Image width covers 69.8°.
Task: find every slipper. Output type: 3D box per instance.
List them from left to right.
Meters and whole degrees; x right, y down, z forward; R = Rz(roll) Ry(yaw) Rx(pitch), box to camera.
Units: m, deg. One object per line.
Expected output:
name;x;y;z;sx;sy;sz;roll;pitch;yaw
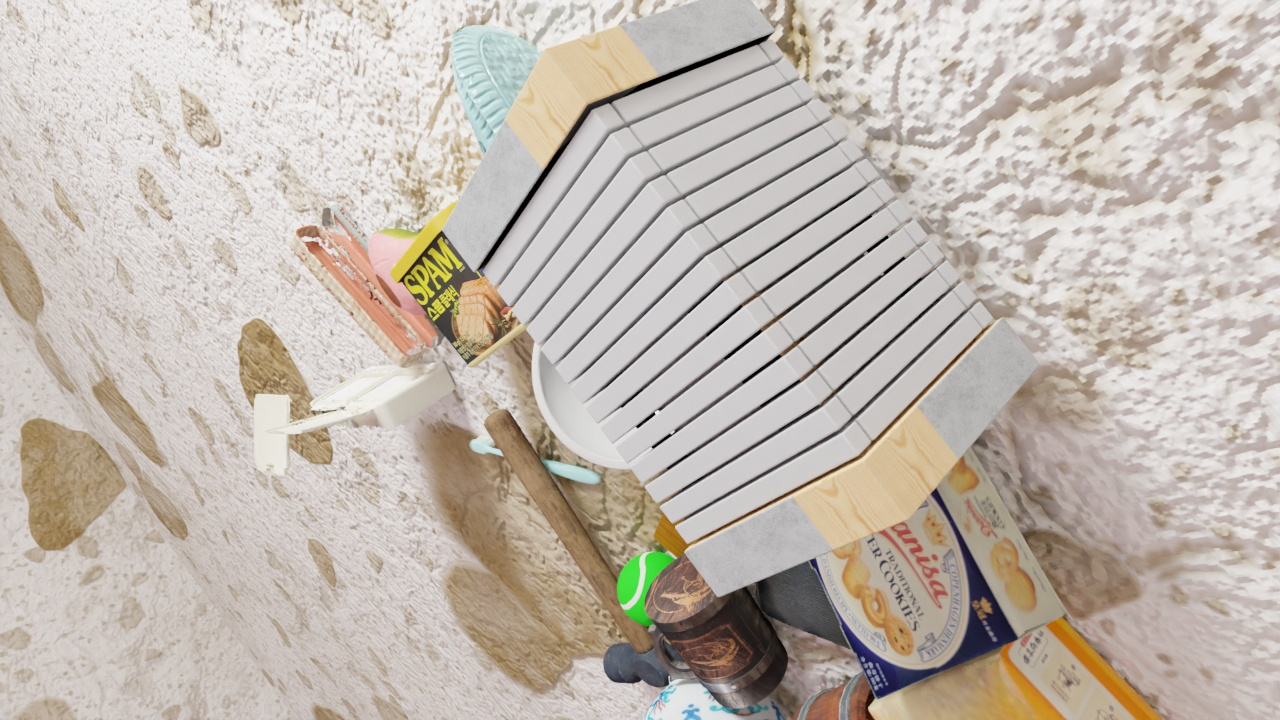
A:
slipper;-0.049;-0.099;0.606;0.070;0.115;0.276;-35;88;27

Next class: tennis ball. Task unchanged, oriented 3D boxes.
tennis ball;0.012;0.205;0.822;0.065;0.065;0.065;27;135;31

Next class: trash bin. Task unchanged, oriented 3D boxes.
trash bin;0.046;-0.035;0.476;0.247;0.142;0.143;53;141;4

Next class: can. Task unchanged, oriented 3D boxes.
can;-0.126;-0.066;0.735;0.104;0.075;0.136;52;146;-6

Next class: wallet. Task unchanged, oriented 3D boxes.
wallet;0.133;0.172;0.704;0.115;0.026;0.089;9;122;42

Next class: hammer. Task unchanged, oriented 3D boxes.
hammer;-0.055;0.184;0.890;0.130;0.040;0.322;-21;105;47

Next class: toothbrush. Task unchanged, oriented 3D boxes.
toothbrush;-0.106;0.098;0.907;0.181;0.016;0.016;11;123;40

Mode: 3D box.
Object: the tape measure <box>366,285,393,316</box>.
tape measure;-0.276;-0.050;0.967;0.051;0.019;0.059;39;140;19

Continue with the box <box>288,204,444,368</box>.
box;-0.274;-0.075;0.922;0.187;0.056;0.067;46;110;8

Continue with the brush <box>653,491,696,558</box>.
brush;0.045;0.123;0.765;0.048;0.017;0.127;39;140;19

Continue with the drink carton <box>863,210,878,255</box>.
drink carton;0.076;-0.079;0.561;0.130;0.040;0.064;22;131;34

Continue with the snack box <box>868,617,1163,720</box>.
snack box;0.265;0.270;0.594;0.195;0.080;0.145;47;142;10

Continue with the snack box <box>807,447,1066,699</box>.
snack box;0.167;0.120;0.575;0.144;0.042;0.145;66;148;24

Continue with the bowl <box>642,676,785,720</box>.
bowl;0.062;0.321;0.833;0.144;0.143;0.074;125;145;-51

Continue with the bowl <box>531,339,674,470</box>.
bowl;-0.004;0.004;0.670;0.150;0.043;0.149;-1;86;21

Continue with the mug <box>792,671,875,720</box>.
mug;0.164;0.298;0.698;0.081;0.117;0.111;33;145;-3

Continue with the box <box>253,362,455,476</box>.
box;-0.300;0.040;0.929;0.144;0.179;0.080;-4;114;40

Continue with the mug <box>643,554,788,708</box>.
mug;0.050;0.227;0.768;0.116;0.079;0.107;-20;114;31

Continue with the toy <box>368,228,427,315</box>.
toy;-0.206;-0.086;0.841;0.110;0.051;0.090;-12;111;49
